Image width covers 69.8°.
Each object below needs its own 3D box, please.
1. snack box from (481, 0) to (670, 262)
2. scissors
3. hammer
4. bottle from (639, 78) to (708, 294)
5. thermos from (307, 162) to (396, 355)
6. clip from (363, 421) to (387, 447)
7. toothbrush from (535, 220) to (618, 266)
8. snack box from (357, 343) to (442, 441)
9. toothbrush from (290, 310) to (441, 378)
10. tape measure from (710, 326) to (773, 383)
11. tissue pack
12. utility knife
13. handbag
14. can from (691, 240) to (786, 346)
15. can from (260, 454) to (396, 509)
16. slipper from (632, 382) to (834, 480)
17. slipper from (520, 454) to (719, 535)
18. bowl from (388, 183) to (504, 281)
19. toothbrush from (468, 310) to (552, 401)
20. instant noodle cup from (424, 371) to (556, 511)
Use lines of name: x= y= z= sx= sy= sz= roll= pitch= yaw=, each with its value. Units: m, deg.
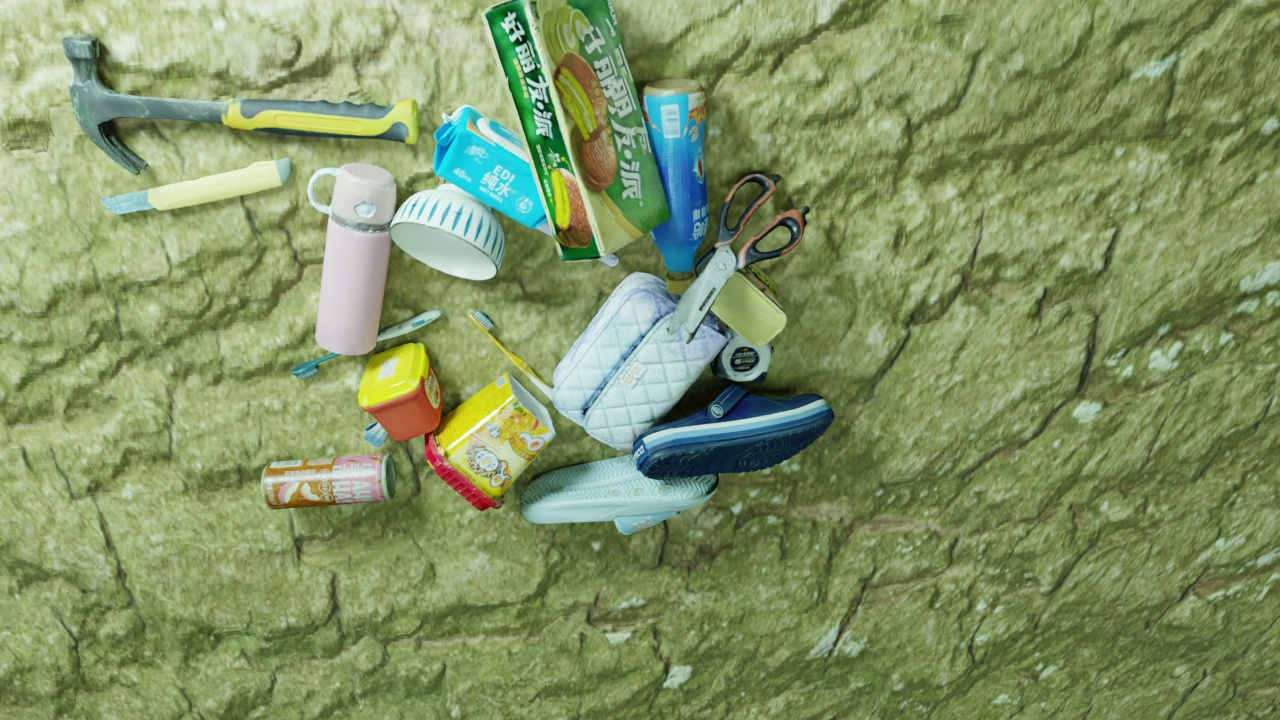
snack box: x=-0.055 y=-0.223 z=0.861 sx=0.063 sy=0.114 sz=0.240 roll=0 pitch=115 yaw=39
scissors: x=0.103 y=-0.100 z=0.939 sx=0.197 sy=0.205 sz=0.015 roll=-2 pitch=164 yaw=-15
hammer: x=-0.383 y=-0.239 z=0.899 sx=0.323 sy=0.031 sz=0.126 roll=3 pitch=119 yaw=-7
bottle: x=0.038 y=-0.174 z=0.946 sx=0.065 sy=0.065 sz=0.219 roll=-5 pitch=118 yaw=-2
thermos: x=-0.307 y=-0.106 z=0.958 sx=0.087 sy=0.067 sz=0.199 roll=5 pitch=121 yaw=-20
clip: x=-0.303 y=0.076 z=1.092 sx=0.058 sy=0.041 sz=0.026 roll=-43 pitch=111 yaw=13
toothbrush: x=-0.105 y=-0.147 z=0.981 sx=0.189 sy=0.029 sz=0.021 roll=26 pitch=155 yaw=-20
snack box: x=-0.267 y=0.038 z=1.034 sx=0.082 sy=0.091 sz=0.080 roll=-17 pitch=127 yaw=5
toothbrush: x=-0.310 y=-0.017 z=1.040 sx=0.192 sy=0.016 sz=0.018 roll=-21 pitch=129 yaw=8
tape measure: x=0.119 y=-0.008 z=1.070 sx=0.065 sy=0.033 sz=0.066 roll=7 pitch=121 yaw=-11
tissue pack: x=-0.140 y=-0.194 z=0.910 sx=0.140 sy=0.090 sz=0.063 roll=30 pitch=112 yaw=-20
utility knife: x=-0.452 y=-0.175 z=0.937 sx=0.198 sy=0.021 sz=0.031 roll=-14 pitch=115 yaw=-4
handbag: x=-0.006 y=0.006 z=1.043 sx=0.134 sy=0.075 sz=0.194 roll=30 pitch=113 yaw=-18
can: x=0.109 y=-0.073 z=1.003 sx=0.102 sy=0.083 sz=0.057 roll=38 pitch=110 yaw=-23
can: x=-0.373 y=0.146 z=1.103 sx=0.147 sy=0.057 sz=0.058 roll=-4 pitch=120 yaw=-2
slipper: x=0.104 y=0.079 z=1.087 sx=0.252 sy=0.095 sz=0.105 roll=-9 pitch=154 yaw=-21
slipper: x=-0.024 y=0.170 z=1.123 sx=0.245 sy=0.103 sz=0.074 roll=-8 pitch=117 yaw=5
bowl: x=-0.191 y=-0.137 z=0.940 sx=0.116 sy=0.117 sz=0.066 roll=24 pitch=71 yaw=-17
toothbrush: x=-0.130 y=0.009 z=1.070 sx=0.018 sy=0.016 sz=0.191 roll=-39 pitch=115 yaw=9
instant noodle cup: x=-0.171 y=0.089 z=1.064 sx=0.124 sy=0.116 sz=0.116 roll=-41 pitch=115 yaw=4
